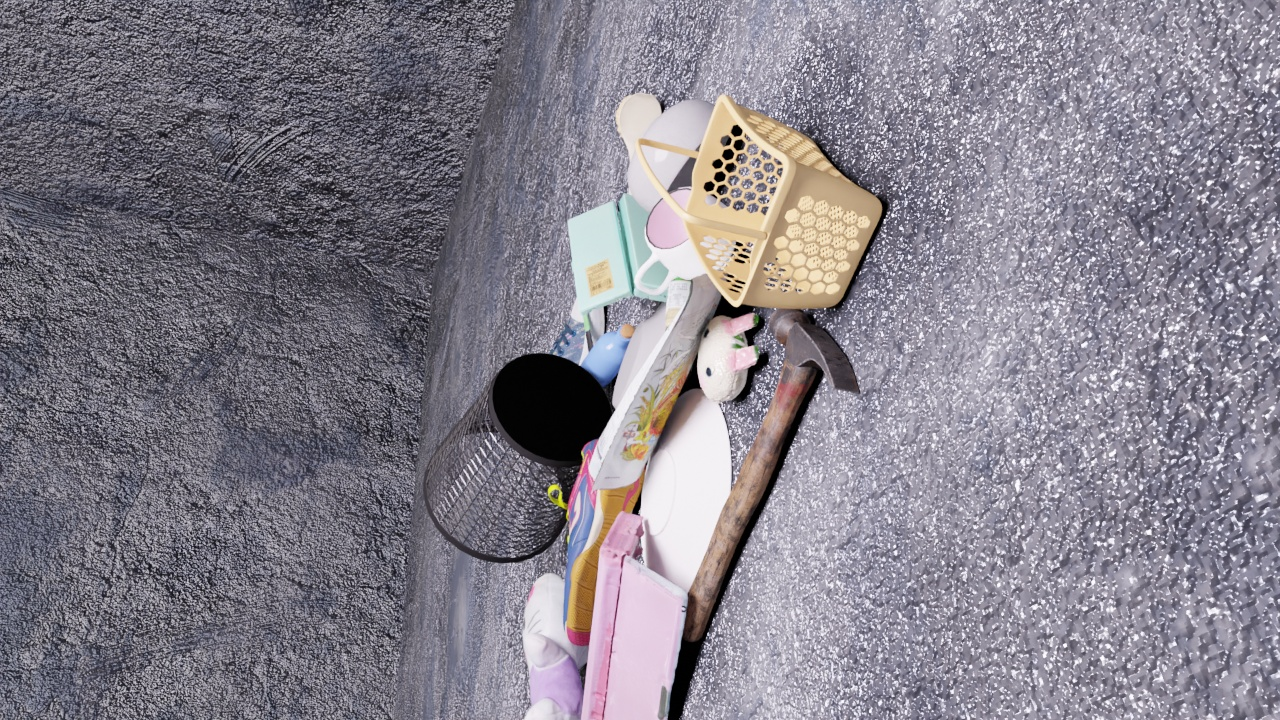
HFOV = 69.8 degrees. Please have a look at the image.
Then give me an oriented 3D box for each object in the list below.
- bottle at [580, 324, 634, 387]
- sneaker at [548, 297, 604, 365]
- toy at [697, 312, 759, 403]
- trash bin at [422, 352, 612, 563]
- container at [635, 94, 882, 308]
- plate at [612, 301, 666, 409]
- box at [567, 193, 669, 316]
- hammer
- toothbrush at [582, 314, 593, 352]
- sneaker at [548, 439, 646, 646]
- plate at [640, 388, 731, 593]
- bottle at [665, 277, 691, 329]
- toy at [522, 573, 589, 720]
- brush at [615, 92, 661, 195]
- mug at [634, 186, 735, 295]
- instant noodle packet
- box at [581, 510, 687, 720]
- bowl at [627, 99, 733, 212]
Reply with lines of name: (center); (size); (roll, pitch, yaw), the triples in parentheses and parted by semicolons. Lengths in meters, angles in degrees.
bottle: (-0.039, -0.010, 1.217); (0.131, 0.048, 0.048); (130, 145, -55)
sneaker: (-0.113, 0.006, 1.371); (0.087, 0.079, 0.236); (-138, 60, -68)
toy: (0.080, 0.000, 0.885); (0.113, 0.050, 0.087); (-39, 44, 54)
trash bin: (-0.158, 0.125, 1.246); (0.244, 0.216, 0.216); (126, 149, -47)
container: (0.082, -0.131, 0.756); (0.183, 0.167, 0.129); (-112, 36, -56)
plate: (-0.006, 0.006, 1.099); (0.173, 0.019, 0.173); (-163, 91, -82)
box: (-0.018, -0.131, 1.098); (0.186, 0.138, 0.056); (-102, 12, -46)
hammer: (0.095, 0.122, 0.801); (0.120, 0.033, 0.331); (-115, 39, -57)
toothbrush: (-0.067, 0.005, 1.289); (0.014, 0.017, 0.187); (-36, 56, 40)
sneaker: (-0.058, 0.214, 1.098); (0.091, 0.116, 0.241); (11, 86, 43)
plate: (0.031, 0.141, 0.968); (0.230, 0.030, 0.229); (-170, 91, -71)
bottle: (0.051, -0.082, 1.012); (0.043, 0.042, 0.110); (169, 109, -70)
toy: (-0.101, 0.367, 1.107); (0.208, 0.085, 0.138); (-95, -1, -50)
brush: (-0.005, -0.237, 1.240); (0.077, 0.062, 0.272); (111, 161, -77)
mug: (0.044, -0.116, 0.953); (0.124, 0.076, 0.090); (-49, 48, 7)
instant noodle packet: (0.027, 0.013, 0.938); (0.270, 0.057, 0.146); (-62, -9, 29)
box: (-0.020, 0.292, 0.935); (0.172, 0.075, 0.233); (-131, 45, -65)
bowl: (0.034, -0.226, 0.994); (0.131, 0.064, 0.132); (-50, -6, -8)
